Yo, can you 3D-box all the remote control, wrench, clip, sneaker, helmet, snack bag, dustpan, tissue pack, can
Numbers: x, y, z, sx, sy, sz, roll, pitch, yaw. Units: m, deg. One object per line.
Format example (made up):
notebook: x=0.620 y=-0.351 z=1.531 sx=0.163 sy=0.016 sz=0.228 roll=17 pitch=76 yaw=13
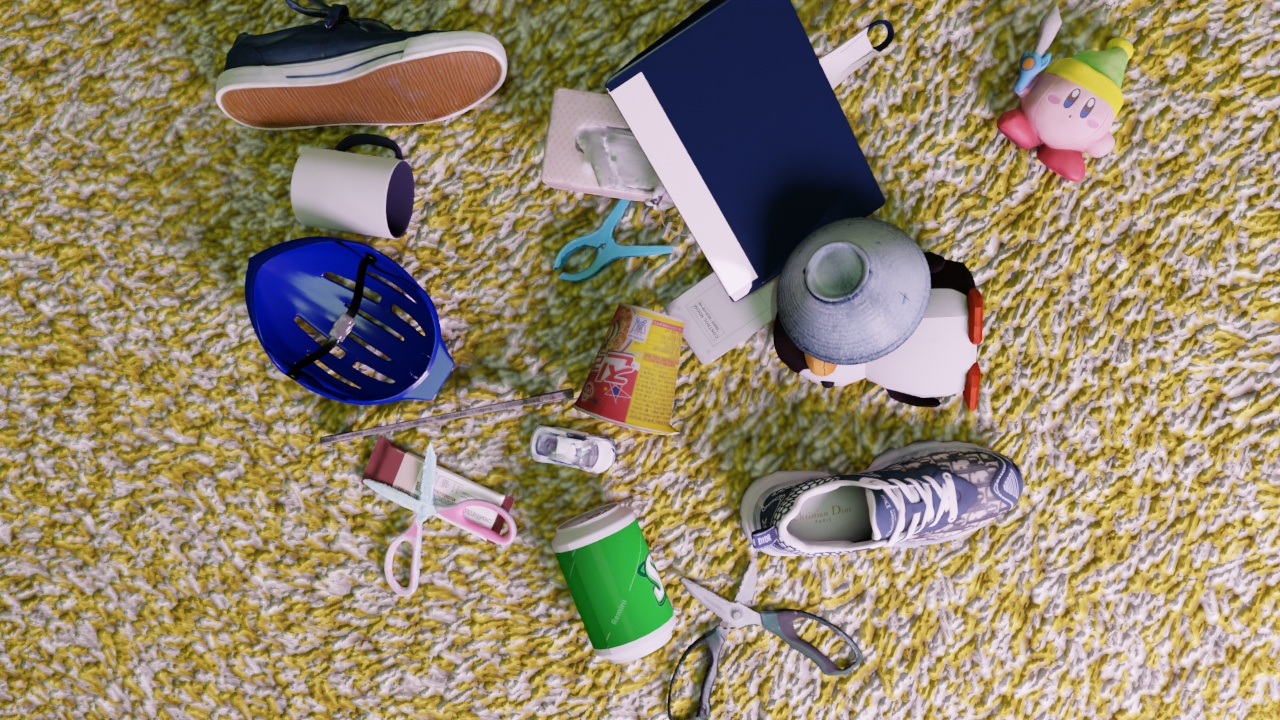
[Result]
remote control: x=0.105 y=-0.066 z=0.918 sx=0.151 sy=0.019 sz=0.074 roll=-35 pitch=88 yaw=7
wrench: x=-0.197 y=0.057 z=0.929 sx=0.273 sy=0.070 sz=0.010 roll=-11 pitch=90 yaw=8
clip: x=-0.031 y=-0.110 z=0.928 sx=0.116 sy=0.026 sz=0.097 roll=-31 pitch=86 yaw=5
sneaker: x=0.229 y=0.139 z=0.857 sx=0.269 sy=0.132 sz=0.103 roll=-9 pitch=89 yaw=4
helmet: x=-0.289 y=-0.045 z=0.853 sx=0.241 sy=0.228 sz=0.147 roll=32 pitch=85 yaw=3
snack bag: x=-0.212 y=0.135 z=0.958 sx=0.158 sy=0.013 sz=0.057 roll=24 pitch=100 yaw=4
dustpan: x=0.133 y=-0.230 z=0.841 sx=0.273 sy=0.080 sz=0.236 roll=-34 pitch=114 yaw=0
sneaker: x=-0.277 y=-0.315 z=0.917 sx=0.295 sy=0.121 sz=0.127 roll=-2 pitch=69 yaw=8
tissue pack: x=0.000 y=-0.193 z=0.860 sx=0.181 sy=0.071 sz=0.104 roll=10 pitch=92 yaw=1
can: x=-0.026 y=0.218 z=0.907 sx=0.088 sy=0.087 sz=0.140 roll=-22 pitch=90 yaw=6

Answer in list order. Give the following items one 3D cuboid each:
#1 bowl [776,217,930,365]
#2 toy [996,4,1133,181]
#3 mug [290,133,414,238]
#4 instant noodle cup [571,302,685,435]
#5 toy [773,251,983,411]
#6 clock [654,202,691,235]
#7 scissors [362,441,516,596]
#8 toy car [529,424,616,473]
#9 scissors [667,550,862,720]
bowl: x=0.175 y=-0.069 z=0.790 sx=0.137 sy=0.057 sz=0.137 roll=-7 pitch=73 yaw=25
toy: x=0.405 y=-0.253 z=0.864 sx=0.124 sy=0.096 sz=0.132 roll=38 pitch=113 yaw=9
mug: x=-0.284 y=-0.183 z=0.929 sx=0.097 sy=0.079 sz=0.111 roll=9 pitch=65 yaw=5
instant noodle cup: x=-0.005 y=0.005 z=0.891 sx=0.100 sy=0.100 sz=0.112 roll=15 pitch=93 yaw=5
toy: x=0.220 y=-0.034 z=0.871 sx=0.184 sy=0.139 sz=0.159 roll=-1 pitch=124 yaw=14
clock: x=0.060 y=-0.181 z=0.907 sx=0.094 sy=0.042 sz=0.119 roll=28 pitch=94 yaw=5
scissors: x=-0.216 y=0.172 z=0.950 sx=0.170 sy=0.013 sz=0.177 roll=22 pitch=103 yaw=4
toy car: x=-0.070 y=0.091 z=0.936 sx=0.090 sy=0.027 sz=0.038 roll=10 pitch=91 yaw=5
scissors: x=0.107 y=0.302 z=0.934 sx=0.202 sy=0.015 sz=0.206 roll=31 pitch=96 yaw=3
